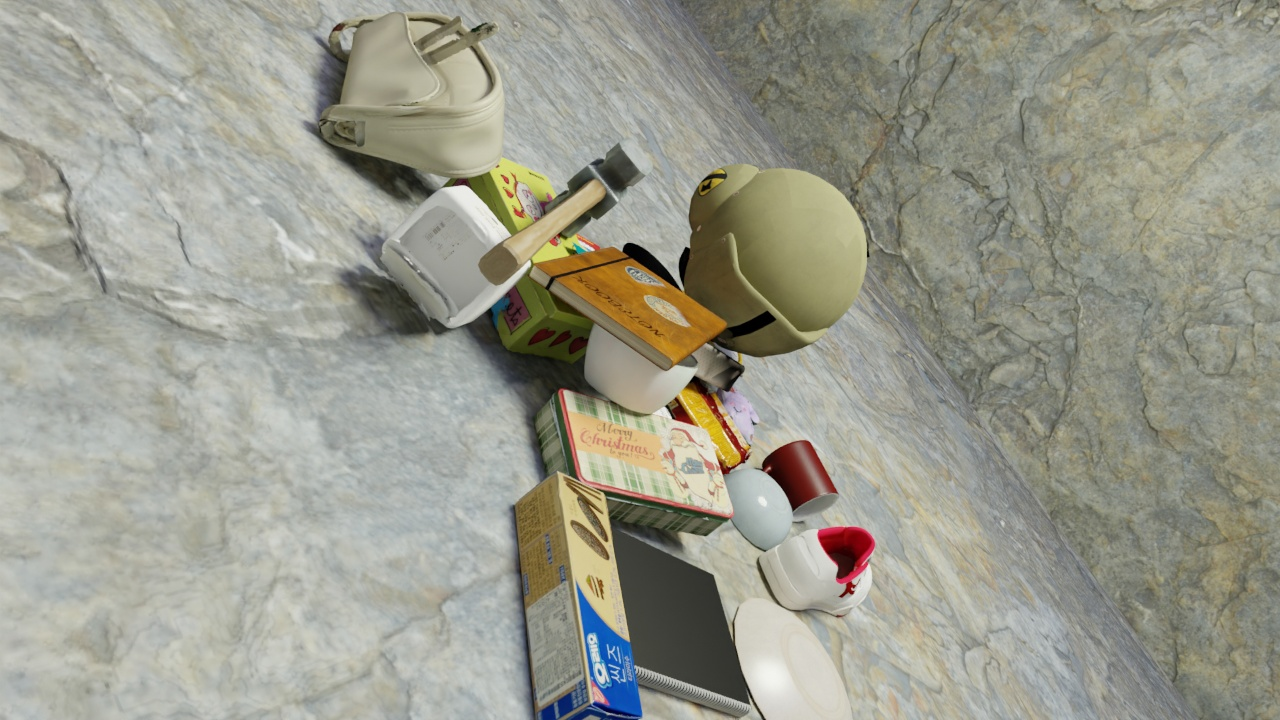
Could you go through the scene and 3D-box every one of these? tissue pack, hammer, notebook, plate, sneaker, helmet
[{"bbox_3d":[0.036,-0.018,1.109,0.181,0.071,0.104,25,8,-48],"label":"tissue pack"},{"bbox_3d":[-0.075,-0.136,0.868,0.051,0.117,0.322,50,25,-9],"label":"hammer"},{"bbox_3d":[0.015,0.229,0.826,0.206,0.016,0.148,33,29,-37],"label":"notebook"},{"bbox_3d":[0.168,0.326,0.945,0.188,0.027,0.188,40,26,-24],"label":"plate"},{"bbox_3d":[0.245,0.243,1.108,0.236,0.104,0.090,21,38,-50],"label":"sneaker"},{"bbox_3d":[-0.008,-0.067,0.958,0.178,0.014,0.248,35,19,9],"label":"notebook"},{"bbox_3d":[0.155,-0.116,1.145,0.250,0.256,0.232,41,20,-22],"label":"helmet"}]

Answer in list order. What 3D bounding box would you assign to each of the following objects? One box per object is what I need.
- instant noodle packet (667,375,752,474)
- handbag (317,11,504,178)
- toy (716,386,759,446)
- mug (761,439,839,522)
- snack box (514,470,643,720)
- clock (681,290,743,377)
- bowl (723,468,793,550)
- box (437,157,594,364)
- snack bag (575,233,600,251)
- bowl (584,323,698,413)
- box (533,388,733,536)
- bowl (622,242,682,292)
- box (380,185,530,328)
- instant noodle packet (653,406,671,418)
[{"bbox_3d":[0.081,0.078,1.134,0.135,0.040,0.098,57,22,10],"label":"instant noodle packet"},{"bbox_3d":[-0.235,-0.301,0.943,0.184,0.132,0.228,-2,43,-11],"label":"handbag"},{"bbox_3d":[0.133,0.074,1.238,0.080,0.037,0.099,41,24,-24],"label":"toy"},{"bbox_3d":[0.195,0.160,1.199,0.105,0.073,0.082,-6,56,-29],"label":"mug"},{"bbox_3d":[-0.051,0.187,0.712,0.057,0.056,0.206,33,29,-38],"label":"snack box"},{"bbox_3d":[0.089,-0.040,1.306,0.152,0.052,0.113,47,23,-20],"label":"clock"},{"bbox_3d":[0.147,0.172,1.106,0.106,0.039,0.106,36,31,-25],"label":"bowl"},{"bbox_3d":[-0.120,-0.110,0.988,0.124,0.082,0.221,15,41,-55],"label":"box"},{"bbox_3d":[-0.074,-0.111,1.124,0.130,0.039,0.144,24,35,-47],"label":"snack bag"},{"bbox_3d":[-0.005,0.005,0.926,0.116,0.066,0.116,26,13,-7],"label":"bowl"},{"bbox_3d":[-0.002,0.103,0.899,0.205,0.050,0.117,19,37,-36],"label":"box"},{"bbox_3d":[0.002,-0.091,1.217,0.124,0.053,0.123,40,26,-24],"label":"bowl"},{"bbox_3d":[-0.178,-0.087,0.814,0.110,0.103,0.130,50,14,-1],"label":"box"},{"bbox_3d":[0.022,0.092,1.022,0.087,0.026,0.134,19,39,-51],"label":"instant noodle packet"}]
